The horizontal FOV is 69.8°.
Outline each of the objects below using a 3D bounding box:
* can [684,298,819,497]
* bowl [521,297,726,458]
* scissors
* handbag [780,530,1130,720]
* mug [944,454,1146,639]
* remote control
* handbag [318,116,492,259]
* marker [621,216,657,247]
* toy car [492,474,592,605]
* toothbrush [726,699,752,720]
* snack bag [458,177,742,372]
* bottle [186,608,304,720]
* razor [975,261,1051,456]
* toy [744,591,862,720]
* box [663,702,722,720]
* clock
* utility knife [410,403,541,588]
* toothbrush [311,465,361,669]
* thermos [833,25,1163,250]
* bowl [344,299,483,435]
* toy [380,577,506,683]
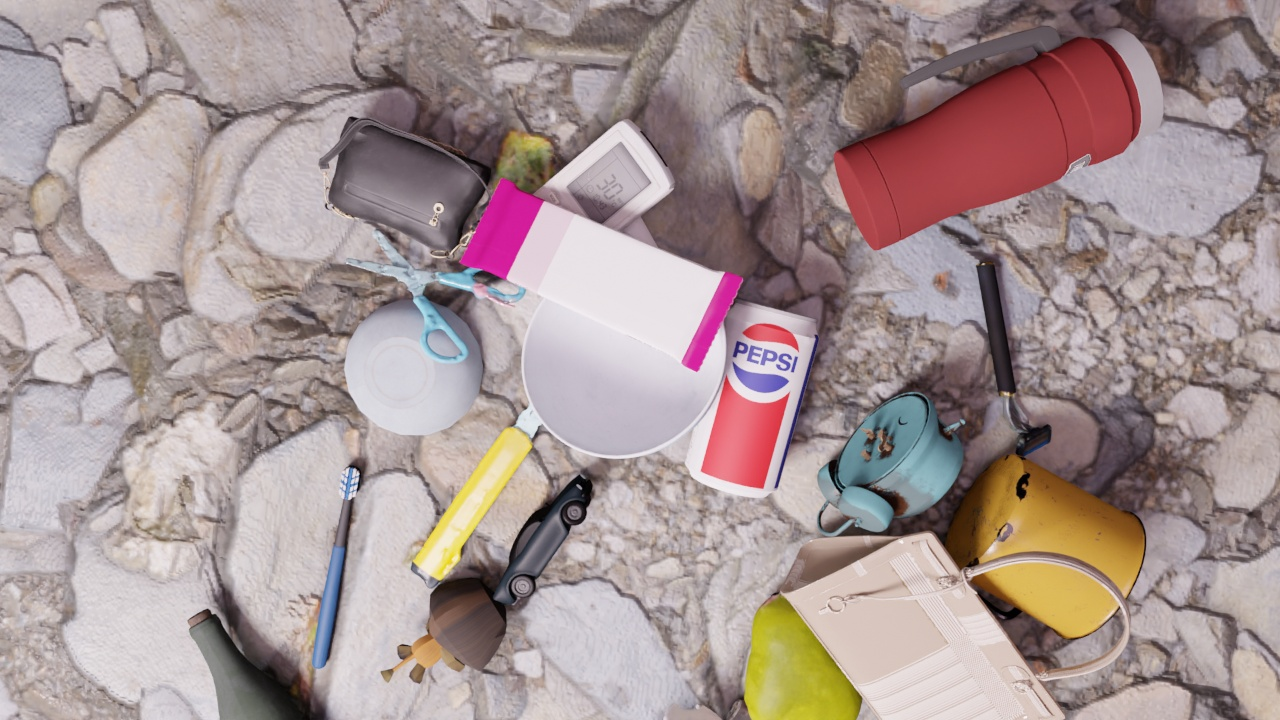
[{"bbox_3d":[0.081,0.027,0.663,0.070,0.070,0.132,15,96,1],"label":"can"},{"bbox_3d":[-0.004,0.004,0.654,0.144,0.074,0.143,-4,74,15],"label":"bowl"},{"bbox_3d":[-0.160,-0.044,0.677,0.141,0.015,0.111,11,61,3],"label":"scissors"},{"bbox_3d":[0.228,0.183,0.623,0.198,0.062,0.175,-30,101,39],"label":"handbag"},{"bbox_3d":[0.276,0.137,0.656,0.094,0.100,0.124,29,125,2],"label":"mug"},{"bbox_3d":[-0.042,-0.110,0.664,0.139,0.025,0.060,-36,91,21],"label":"remote control"},{"bbox_3d":[-0.173,-0.126,0.671,0.128,0.054,0.079,21,100,-2],"label":"handbag"},{"bbox_3d":[0.006,-0.077,0.683,0.020,0.020,0.141,-29,94,5],"label":"marker"},{"bbox_3d":[-0.075,0.135,0.695,0.034,0.046,0.112,34,98,-3],"label":"toy car"},{"bbox_3d":[0.150,0.322,0.715,0.185,0.022,0.024,33,127,-2],"label":"toothbrush"},{"bbox_3d":[-0.031,-0.062,0.628,0.197,0.016,0.070,25,89,20],"label":"snack bag"},{"bbox_3d":[-0.302,0.272,0.716,0.055,0.055,0.174,-29,92,5],"label":"bottle"},{"bbox_3d":[0.269,-0.002,0.678,0.042,0.022,0.144,-15,91,-38],"label":"razor"},{"bbox_3d":[0.121,0.229,0.692,0.090,0.051,0.110,-6,93,1],"label":"toy"},{"bbox_3d":[0.034,0.327,0.690,0.080,0.089,0.143,4,95,-35],"label":"box"},{"bbox_3d":[0.174,0.080,0.656,0.053,0.090,0.124,40,96,-11],"label":"clock"},{"bbox_3d":[-0.108,0.083,0.705,0.030,0.019,0.224,34,101,-7],"label":"utility knife"},{"bbox_3d":[-0.240,0.164,0.722,0.014,0.014,0.168,11,96,-10],"label":"toothbrush"},{"bbox_3d":[0.236,-0.161,0.630,0.199,0.084,0.108,-23,95,7],"label":"thermos"},{"bbox_3d":[-0.175,0.007,0.690,0.106,0.039,0.106,0,96,3],"label":"bowl"},{"bbox_3d":[-0.150,0.212,0.700,0.100,0.063,0.076,-36,56,-9],"label":"toy"}]
